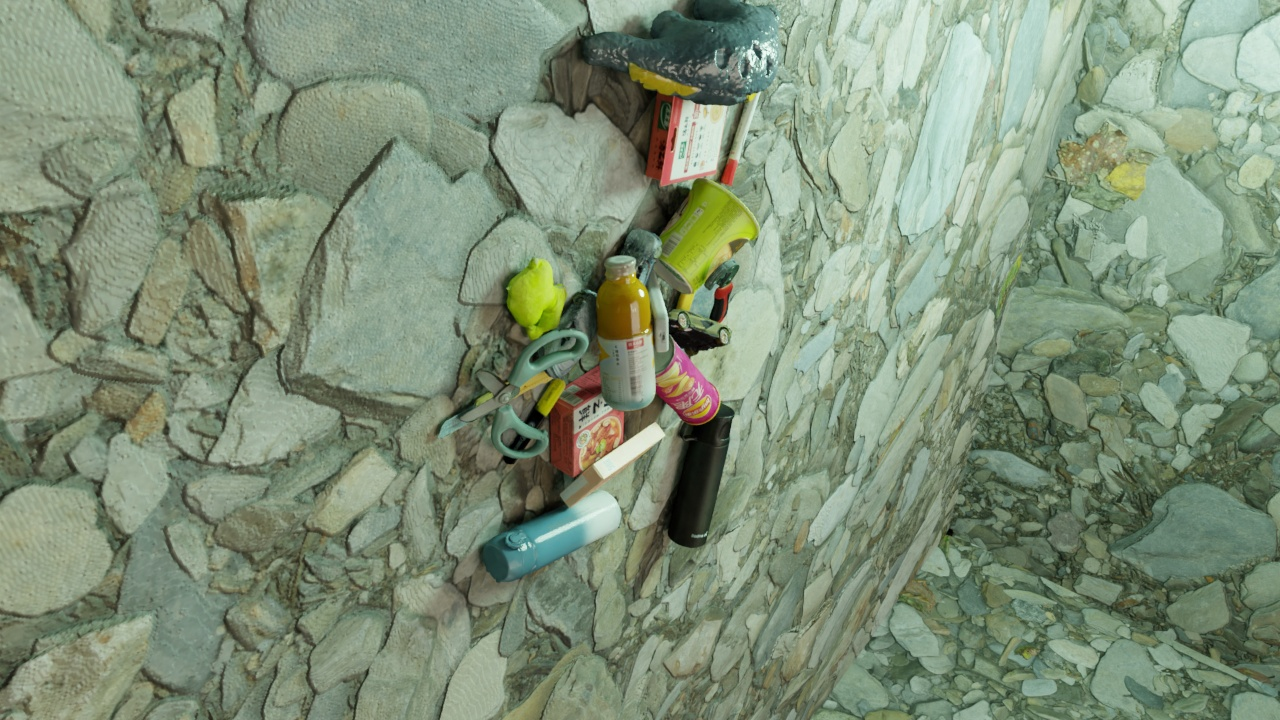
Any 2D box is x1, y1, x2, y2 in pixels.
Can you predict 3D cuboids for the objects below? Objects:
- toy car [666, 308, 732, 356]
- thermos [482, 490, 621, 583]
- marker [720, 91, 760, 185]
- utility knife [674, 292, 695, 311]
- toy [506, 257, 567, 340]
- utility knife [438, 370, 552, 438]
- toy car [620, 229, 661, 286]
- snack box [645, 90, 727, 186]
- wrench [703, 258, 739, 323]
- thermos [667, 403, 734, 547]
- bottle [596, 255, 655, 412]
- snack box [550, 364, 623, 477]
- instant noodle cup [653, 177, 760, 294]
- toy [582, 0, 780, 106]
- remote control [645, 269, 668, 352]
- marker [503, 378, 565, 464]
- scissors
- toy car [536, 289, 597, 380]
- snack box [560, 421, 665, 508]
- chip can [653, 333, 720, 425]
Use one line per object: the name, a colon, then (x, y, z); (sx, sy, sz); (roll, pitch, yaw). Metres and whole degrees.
toy car: (0.063, -0.043, 1.269); (0.158, 0.070, 0.042); (17, 64, -45)
thermos: (-0.115, 0.232, 1.217); (0.219, 0.070, 0.070); (-15, 124, -52)
marker: (0.139, -0.313, 1.261); (0.017, 0.017, 0.145); (-4, 115, -56)
utility knife: (0.063, -0.081, 1.309); (0.033, 0.015, 0.216); (-6, 119, -54)
toy: (-0.116, -0.067, 1.034); (0.100, 0.031, 0.097); (1, 112, -57)
utility knife: (-0.159, 0.040, 1.068); (0.203, 0.021, 0.031); (-27, 127, -40)
toy car: (-0.011, -0.113, 1.144); (0.031, 0.049, 0.105); (14, 99, -56)
snack box: (0.052, -0.280, 1.124); (0.126, 0.044, 0.113); (-25, 132, -49)
wrench: (0.112, -0.088, 1.286); (0.056, 0.016, 0.273); (-42, 169, -5)
thermos: (0.090, 0.188, 1.510); (0.090, 0.068, 0.243); (1, 112, -22)
bottle: (-0.019, -0.032, 1.112); (0.067, 0.068, 0.190); (-29, 125, -44)
snack box: (-0.061, 0.073, 1.205); (0.126, 0.044, 0.113); (-34, 138, -41)
instant noodle cup: (0.075, -0.155, 1.199); (0.123, 0.112, 0.112); (-50, 147, -9)
toy: (0.088, -0.356, 1.054); (0.355, 0.138, 0.092); (-33, 162, -42)
remote control: (0.019, -0.066, 1.165); (0.020, 0.135, 0.056); (-6, 124, -4)
marker: (-0.130, 0.074, 1.126); (0.124, 0.018, 0.015); (-57, 168, -9)
scissors: (-0.120, 0.037, 1.055); (0.170, 0.019, 0.171); (-38, 139, -7)
toy car: (-0.080, -0.031, 1.103); (0.120, 0.037, 0.054); (-57, 143, -28)
snack box: (-0.036, 0.141, 1.256); (0.085, 0.026, 0.156); (-43, 171, 38)
chip can: (0.050, 0.026, 1.289); (0.071, 0.071, 0.210); (-60, 151, -9)
